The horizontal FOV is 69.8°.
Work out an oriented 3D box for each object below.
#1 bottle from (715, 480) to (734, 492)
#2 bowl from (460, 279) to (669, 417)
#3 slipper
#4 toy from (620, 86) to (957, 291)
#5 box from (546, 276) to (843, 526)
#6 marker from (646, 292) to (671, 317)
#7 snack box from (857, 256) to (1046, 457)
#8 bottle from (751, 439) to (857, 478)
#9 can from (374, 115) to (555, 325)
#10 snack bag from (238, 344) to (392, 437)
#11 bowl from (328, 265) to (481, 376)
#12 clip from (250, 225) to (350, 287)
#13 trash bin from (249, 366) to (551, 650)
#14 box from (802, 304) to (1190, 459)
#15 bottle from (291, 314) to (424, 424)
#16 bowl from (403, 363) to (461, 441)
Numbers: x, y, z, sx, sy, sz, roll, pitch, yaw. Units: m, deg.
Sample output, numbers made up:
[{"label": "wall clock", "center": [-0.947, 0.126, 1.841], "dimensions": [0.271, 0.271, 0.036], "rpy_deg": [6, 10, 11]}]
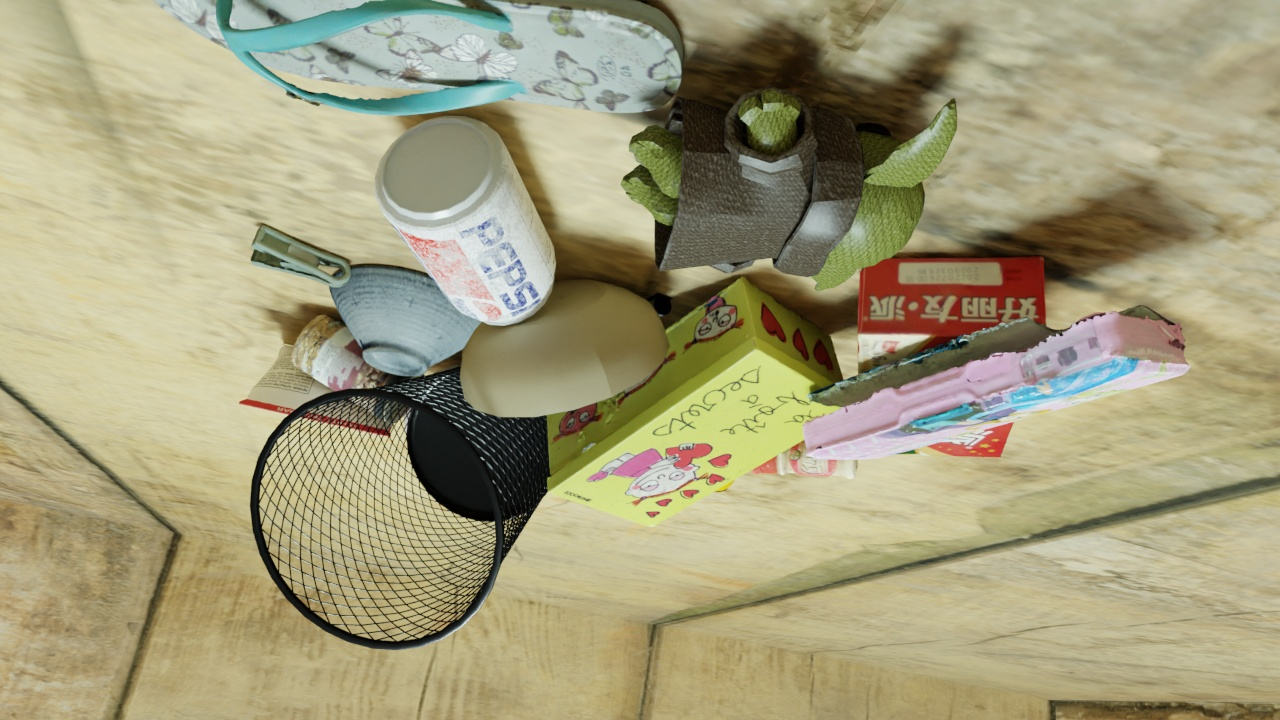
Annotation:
[{"label": "bottle", "center": [0.082, 0.111, 1.002], "dimensions": [0.043, 0.043, 0.144], "rpy_deg": [5, 158, 11]}, {"label": "bowl", "center": [-0.059, -0.019, 0.653], "dimensions": [0.152, 0.152, 0.050], "rpy_deg": [-2, 116, 25]}, {"label": "slipper", "center": [-0.115, -0.147, 0.444], "dimensions": [0.268, 0.054, 0.098], "rpy_deg": [10, 160, -4]}, {"label": "toy", "center": [0.069, -0.089, 0.476], "dimensions": [0.152, 0.078, 0.180], "rpy_deg": [3, 159, -7]}, {"label": "box", "center": [0.040, 0.041, 0.713], "dimensions": [0.222, 0.080, 0.124], "rpy_deg": [-32, 137, 31]}, {"label": "marker", "center": [-0.021, -0.025, 0.748], "dimensions": [0.016, 0.016, 0.141], "rpy_deg": [21, 155, -27]}, {"label": "snack box", "center": [0.218, 0.007, 0.671], "dimensions": [0.113, 0.060, 0.236], "rpy_deg": [1, 156, 14]}, {"label": "bottle", "center": [0.167, 0.098, 0.940], "dimensions": [0.109, 0.044, 0.044], "rpy_deg": [1, 157, 18]}, {"label": "can", "center": [-0.101, -0.080, 0.564], "dimensions": [0.078, 0.078, 0.136], "rpy_deg": [4, 157, 12]}, {"label": "snack bag", "center": [-0.291, 0.023, 0.871], "dimensions": [0.130, 0.039, 0.144], "rpy_deg": [14, -160, -12]}, {"label": "bowl", "center": [-0.200, -0.022, 0.772], "dimensions": [0.137, 0.057, 0.137], "rpy_deg": [8, 158, 3]}, {"label": "clip", "center": [-0.262, -0.077, 0.711], "dimensions": [0.076, 0.023, 0.059], "rpy_deg": [20, 157, -19]}, {"label": "trash bin", "center": [-0.159, 0.091, 0.719], "dimensions": [0.184, 0.184, 0.209], "rpy_deg": [5, -169, 11]}, {"label": "box", "center": [0.206, 0.015, 0.571], "dimensions": [0.084, 0.053, 0.231], "rpy_deg": [2, 161, -35]}, {"label": "bottle", "center": [-0.253, 0.007, 0.823], "dimensions": [0.105, 0.056, 0.056], "rpy_deg": [30, 159, 6]}, {"label": "bowl", "center": [-0.184, 0.032, 0.873], "dimensions": [0.110, 0.109, 0.040], "rpy_deg": [-9, 115, 38]}]
